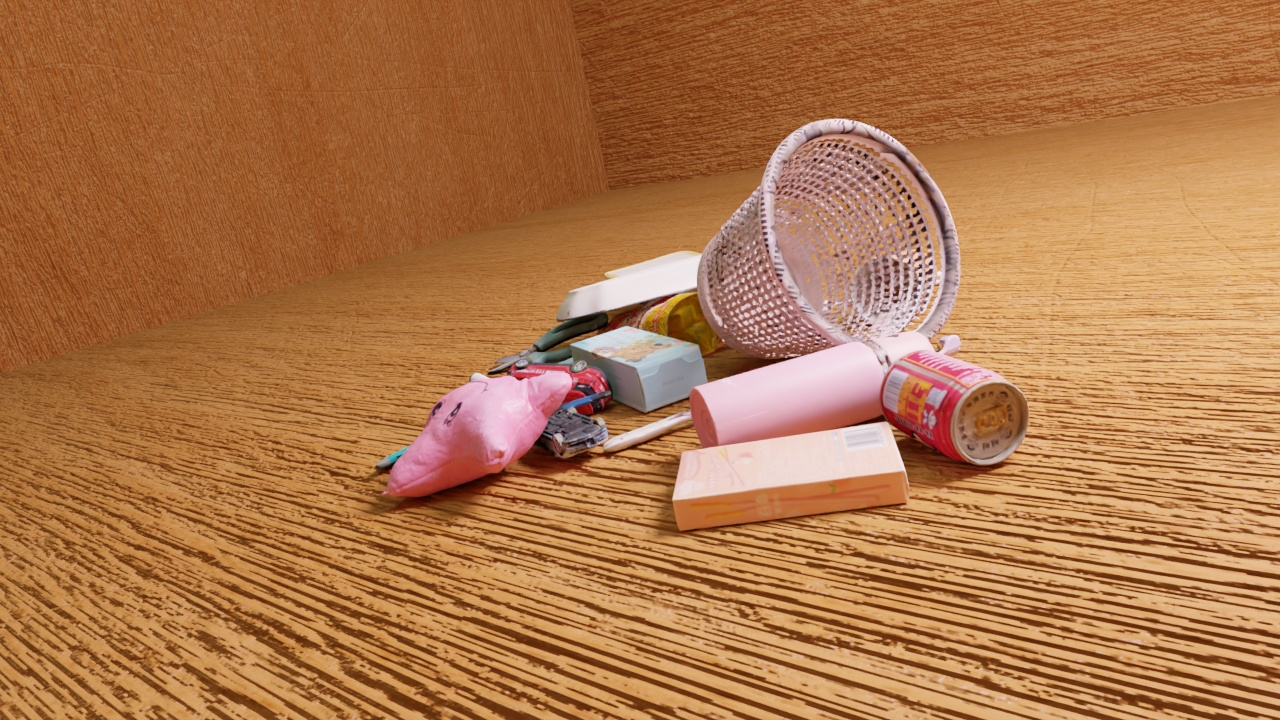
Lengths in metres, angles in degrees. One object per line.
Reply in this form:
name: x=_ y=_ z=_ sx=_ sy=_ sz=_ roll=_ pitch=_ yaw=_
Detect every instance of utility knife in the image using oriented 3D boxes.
utility knife: x=-0.185 y=0.069 z=0.945 sx=0.208 sy=0.013 sz=0.029 roll=-27 pitch=-5 yaw=-40

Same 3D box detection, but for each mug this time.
mug: x=0.294 y=-0.089 z=1.040 sx=0.078 sy=0.078 sz=0.122 roll=-3 pitch=13 yaw=32

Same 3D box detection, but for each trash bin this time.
trash bin: x=0.163 y=-0.093 z=0.907 sx=0.227 sy=0.227 sz=0.193 roll=-21 pitch=-2 yaw=-30

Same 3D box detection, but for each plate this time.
plate: x=0.019 y=-0.100 z=1.156 sx=0.265 sy=0.034 sz=0.162 roll=-17 pitch=8 yaw=-12

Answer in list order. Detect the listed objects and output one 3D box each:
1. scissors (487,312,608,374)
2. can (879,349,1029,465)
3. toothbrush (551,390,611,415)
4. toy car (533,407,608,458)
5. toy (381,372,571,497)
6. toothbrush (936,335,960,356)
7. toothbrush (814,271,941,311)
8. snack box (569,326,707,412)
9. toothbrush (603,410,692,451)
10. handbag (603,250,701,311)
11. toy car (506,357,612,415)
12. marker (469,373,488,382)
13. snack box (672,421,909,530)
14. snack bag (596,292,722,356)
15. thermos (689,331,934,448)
scissors: x=-0.112 y=-0.022 z=1.173 sx=0.178 sy=0.019 sz=0.168 roll=-8 pitch=30 yaw=36
can: x=0.223 y=0.033 z=0.656 sx=0.066 sy=0.066 sz=0.094 roll=-15 pitch=15 yaw=-12
toothbrush: x=-0.116 y=0.057 z=0.889 sx=0.190 sy=0.016 sz=0.014 roll=-18 pitch=28 yaw=15
toy car: x=-0.065 y=0.068 z=0.826 sx=0.048 sy=0.031 sz=0.106 roll=-23 pitch=14 yaw=-23
toy: x=-0.148 y=0.067 z=0.806 sx=0.178 sy=0.074 sz=0.195 roll=-39 pitch=17 yaw=-22
toothbrush: x=0.212 y=0.015 z=0.824 sx=0.188 sy=0.029 sz=0.021 roll=-20 pitch=54 yaw=-22
toothbrush: x=0.295 y=-0.084 z=1.130 sx=0.180 sy=0.016 sz=0.016 roll=-14 pitch=9 yaw=-4
snack box: x=-0.006 y=0.006 z=0.968 sx=0.074 sy=0.052 sz=0.175 roll=-20 pitch=17 yaw=-23
toothbrush: x=0.053 y=0.051 z=0.830 sx=0.187 sy=0.017 sz=0.016 roll=-19 pitch=19 yaw=-16
handbag: x=0.056 y=-0.107 z=1.316 sx=0.163 sy=0.063 sz=0.179 roll=-21 pitch=21 yaw=-31
toy car: x=-0.088 y=0.029 z=0.945 sx=0.121 sy=0.053 sz=0.045 roll=3 pitch=44 yaw=33
marker: x=-0.173 y=0.033 z=1.070 sx=0.022 sy=0.018 sz=0.131 roll=-30 pitch=21 yaw=-23
snack box: x=0.104 y=0.081 z=0.651 sx=0.157 sy=0.026 sz=0.084 roll=-10 pitch=16 yaw=11
snack bag: x=0.029 y=-0.050 z=1.125 sx=0.128 sy=0.073 sz=0.208 roll=-30 pitch=16 yaw=-17
thermos: x=0.145 y=0.028 z=0.735 sx=0.198 sy=0.067 sz=0.087 roll=-14 pitch=9 yaw=-10
